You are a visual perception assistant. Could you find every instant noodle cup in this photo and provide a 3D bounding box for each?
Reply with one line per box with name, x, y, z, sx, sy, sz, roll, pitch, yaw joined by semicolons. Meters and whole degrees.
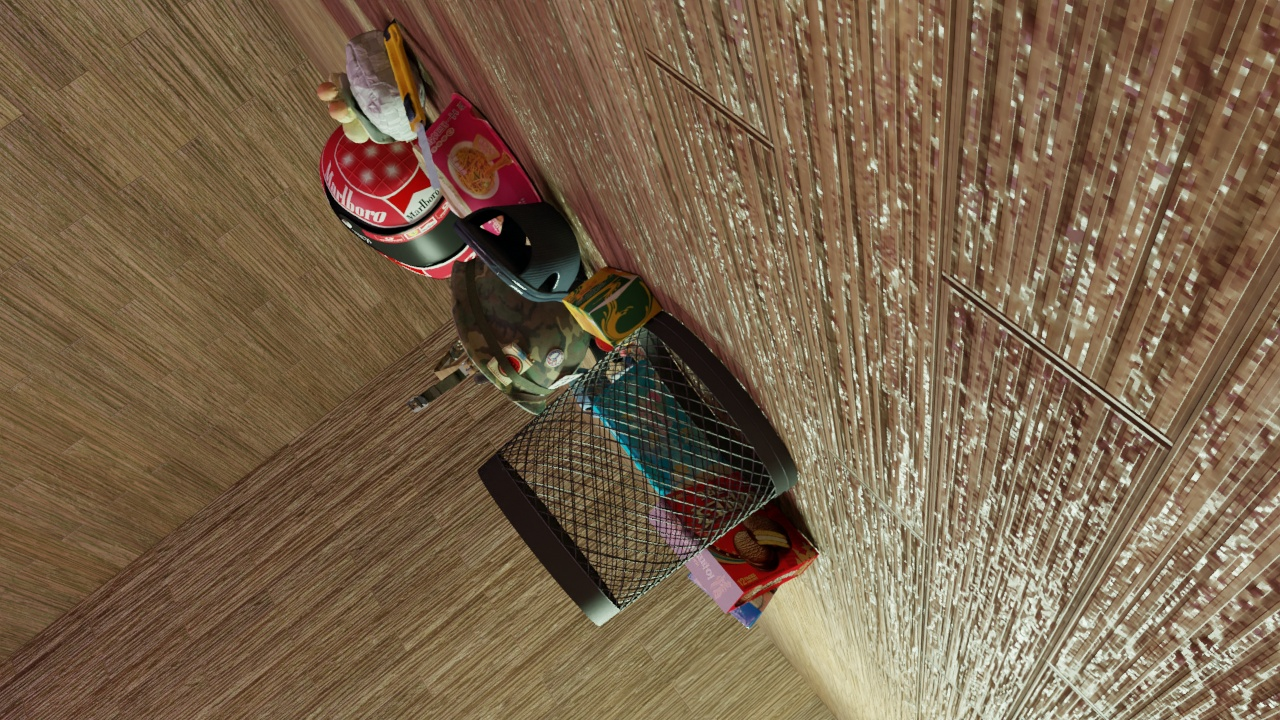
instant noodle cup;-0.188;-0.207;1.044;0.178;0.077;0.179;50;172;9

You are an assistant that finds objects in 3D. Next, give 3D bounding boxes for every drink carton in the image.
drink carton;-0.031;-0.056;0.901;0.041;0.058;0.122;54;172;-19

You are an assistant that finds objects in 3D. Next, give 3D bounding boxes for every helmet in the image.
helmet;-0.375;-0.266;1.431;0.271;0.197;0.225;42;171;10
helmet;-0.177;-0.029;1.183;0.192;0.236;0.224;-96;-9;-70

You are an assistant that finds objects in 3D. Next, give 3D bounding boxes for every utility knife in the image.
utility knife;-0.246;-0.277;0.992;0.031;0.019;0.227;-42;64;46

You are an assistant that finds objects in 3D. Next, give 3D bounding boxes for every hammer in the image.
hammer;-0.098;-0.053;1.406;0.132;0.040;0.305;56;172;-11

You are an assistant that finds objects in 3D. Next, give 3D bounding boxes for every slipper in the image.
slipper;-0.102;-0.119;0.991;0.101;0.082;0.263;50;-168;14

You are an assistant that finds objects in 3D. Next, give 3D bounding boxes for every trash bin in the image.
trash bin;-0.008;0.106;0.883;0.217;0.227;0.218;50;173;9

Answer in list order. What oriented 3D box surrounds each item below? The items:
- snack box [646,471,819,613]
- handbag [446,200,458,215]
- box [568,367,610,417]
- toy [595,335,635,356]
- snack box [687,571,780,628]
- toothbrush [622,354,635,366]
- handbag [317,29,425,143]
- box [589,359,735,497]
snack box;0.104;0.194;1.013;0.151;0.036;0.132;-8;-132;-49
handbag;-0.224;-0.224;1.224;0.158;0.069;0.126;56;170;-14
box;-0.044;0.059;1.318;0.122;0.047;0.209;36;-176;9
toy;-0.033;-0.043;1.041;0.084;0.046;0.103;66;166;-5
snack box;0.124;0.231;1.050;0.088;0.033;0.153;38;-150;11
toothbrush;-0.007;0.007;1.221;0.189;0.016;0.017;51;163;4
handbag;-0.334;-0.334;1.140;0.171;0.123;0.112;-171;58;-78
box;0.032;0.113;1.167;0.227;0.097;0.117;53;167;-8
